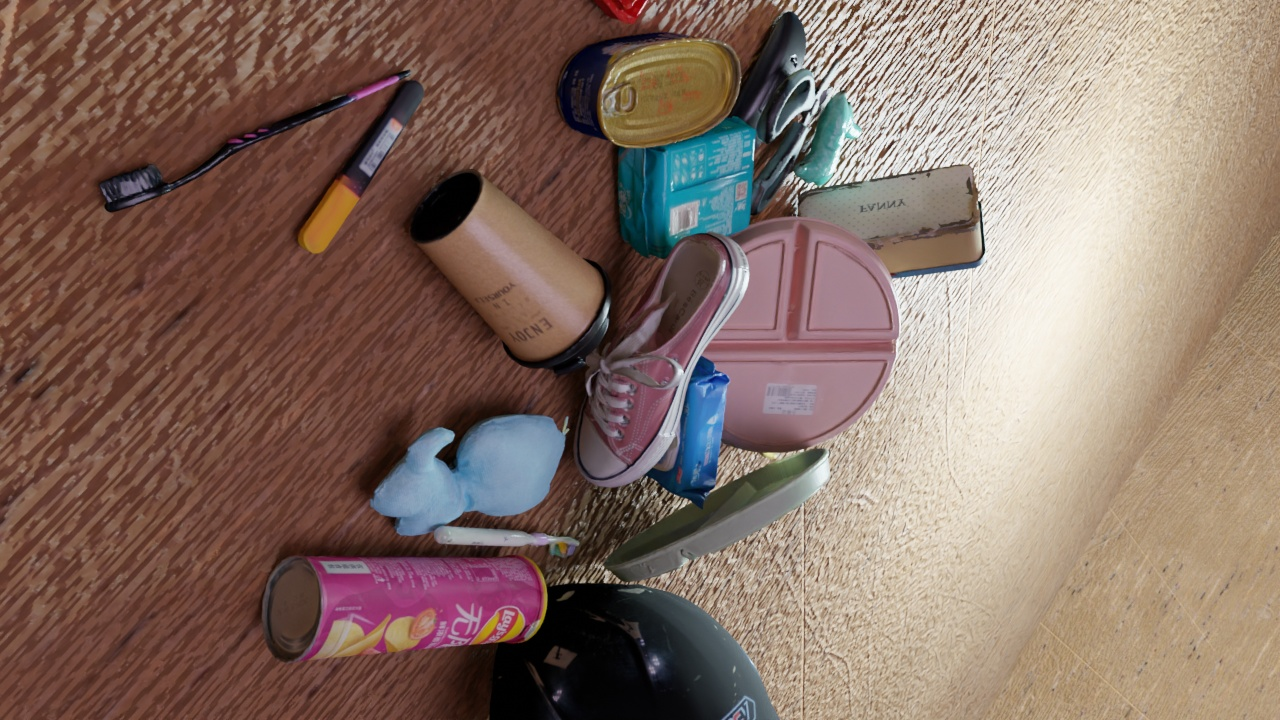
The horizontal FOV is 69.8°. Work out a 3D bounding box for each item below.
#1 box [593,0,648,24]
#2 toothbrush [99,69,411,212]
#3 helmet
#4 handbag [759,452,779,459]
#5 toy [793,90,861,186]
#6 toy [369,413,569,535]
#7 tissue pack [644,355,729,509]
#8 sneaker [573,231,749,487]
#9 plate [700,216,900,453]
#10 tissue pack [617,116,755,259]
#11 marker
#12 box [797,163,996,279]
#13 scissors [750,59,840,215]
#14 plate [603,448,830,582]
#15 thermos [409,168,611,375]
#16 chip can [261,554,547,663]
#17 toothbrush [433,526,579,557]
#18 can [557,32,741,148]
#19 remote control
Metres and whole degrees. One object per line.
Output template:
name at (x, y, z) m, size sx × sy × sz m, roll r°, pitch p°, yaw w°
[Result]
box at (0.012, -0.340, 0.594) m, size 0.201 × 0.063 × 0.160 m, roll -59°, pitch 161°, yaw -5°
toothbrush at (-0.205, -0.129, 0.507) m, size 0.188 × 0.014 × 0.018 m, roll -37°, pitch 123°, yaw -30°
helmet at (-0.006, 0.307, 0.784) m, size 0.232 × 0.275 × 0.230 m, roll -16°, pitch 96°, yaw -49°
handbag at (0.155, 0.023, 0.976) m, size 0.163 × 0.063 × 0.178 m, roll -62°, pitch 157°, yaw -2°
toy at (0.186, -0.213, 0.889) m, size 0.096 × 0.030 × 0.092 m, roll 1°, pitch 112°, yaw -56°
toy at (-0.118, 0.083, 0.693) m, size 0.156 × 0.050 × 0.161 m, roll -34°, pitch 147°, yaw -12°
tissue pack at (0.026, 0.053, 0.808) m, size 0.052 × 0.095 × 0.157 m, roll -23°, pitch 128°, yaw -38°
sneaker at (-0.004, 0.004, 0.720) m, size 0.087 × 0.118 × 0.242 m, roll -5°, pitch 132°, yaw -49°
plate at (0.134, -0.016, 0.841) m, size 0.229 × 0.028 × 0.230 m, roll -3°, pitch 110°, yaw -10°
tissue pack at (0.041, -0.143, 0.747) m, size 0.133 × 0.050 × 0.093 m, roll -24°, pitch 126°, yaw -39°
marker at (-0.168, -0.118, 0.555) m, size 0.123 × 0.015 × 0.018 m, roll -59°, pitch 143°, yaw -9°
box at (0.242, -0.128, 0.872) m, size 0.063 × 0.184 × 0.089 m, roll 60°, pitch 34°, yaw -48°
scissors at (0.136, -0.218, 0.806) m, size 0.176 × 0.019 × 0.172 m, roll -57°, pitch 162°, yaw -10°
plate at (0.072, 0.142, 0.837) m, size 0.229 × 0.231 × 0.027 m, roll -25°, pitch 87°, yaw -38°
thermos at (-0.086, -0.060, 0.626) m, size 0.093 × 0.093 × 0.143 m, roll -55°, pitch 134°, yaw -10°
chip can at (-0.167, 0.180, 0.680) m, size 0.210 × 0.071 × 0.071 m, roll 15°, pitch 99°, yaw -51°
toothbrush at (-0.106, 0.147, 0.746) m, size 0.029 × 0.020 × 0.189 m, roll -26°, pitch 157°, yaw 18°
can at (0.009, -0.202, 0.677) m, size 0.147 × 0.049 × 0.075 m, roll -25°, pitch 128°, yaw -38°
remote control at (0.112, -0.235, 0.795) m, size 0.053 × 0.024 × 0.136 m, roll 27°, pitch 90°, yaw -52°
